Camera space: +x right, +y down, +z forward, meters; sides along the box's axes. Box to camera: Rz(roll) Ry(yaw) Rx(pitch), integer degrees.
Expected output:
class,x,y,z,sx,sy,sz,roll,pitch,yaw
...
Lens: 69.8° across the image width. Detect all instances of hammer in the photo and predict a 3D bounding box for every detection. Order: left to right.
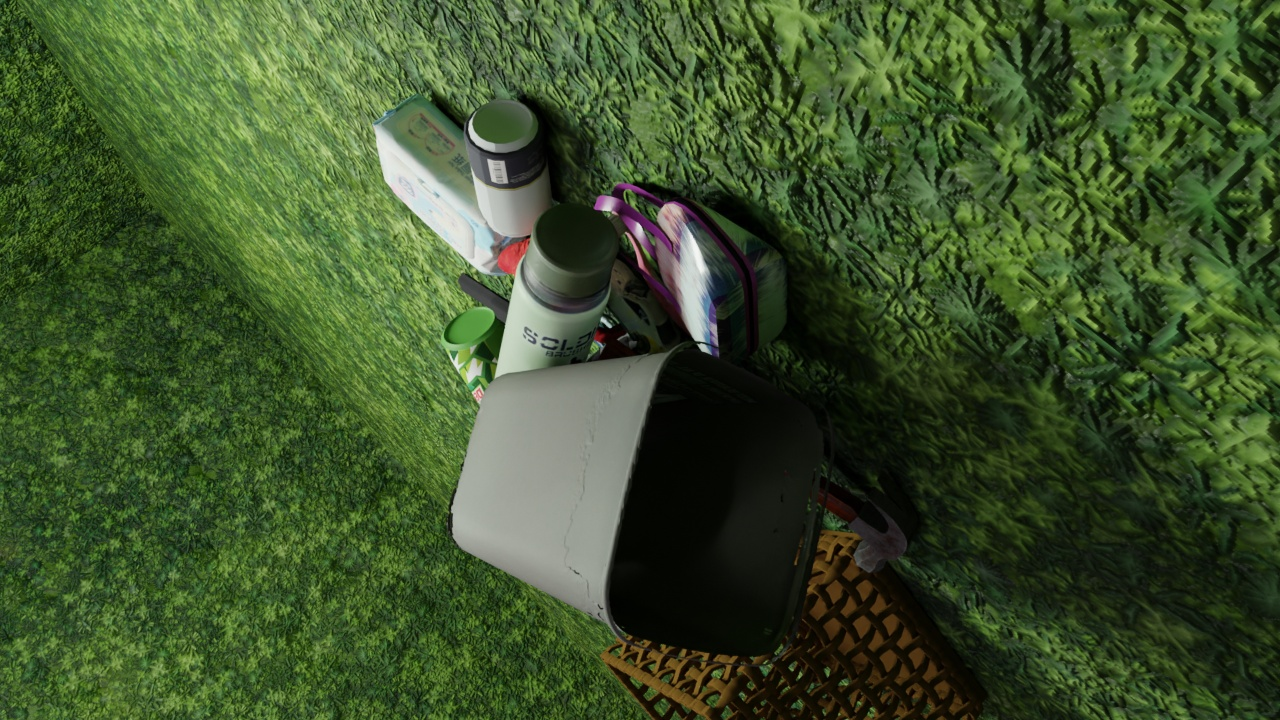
class,x,y,z,sx,sy,sz,roll,pitch,yaw
hammer,0.094,0.071,0.772,0.301,0.028,0.111,33,150,8

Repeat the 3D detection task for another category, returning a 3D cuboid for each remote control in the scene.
class,x,y,z,sx,sy,sz,roll,pitch,yaw
remote control,-0.181,-0.069,1.135,0.136,0.015,0.032,32,153,35

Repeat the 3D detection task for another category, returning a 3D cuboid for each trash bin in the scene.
class,x,y,z,sx,sy,sz,roll,pitch,yaw
trash bin,-0.011,0.098,0.685,0.197,0.197,0.221,24,165,-40

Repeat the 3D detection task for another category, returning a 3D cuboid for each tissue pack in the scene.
class,x,y,z,sx,sy,sz,roll,pitch,yaw
tissue pack,-0.181,-0.164,0.901,0.182,0.069,0.112,44,157,8

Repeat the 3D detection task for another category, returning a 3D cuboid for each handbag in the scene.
class,x,y,z,sx,sy,sz,roll,pitch,yaw
handbag,0.027,-0.075,0.689,0.170,0.068,0.145,42,159,32

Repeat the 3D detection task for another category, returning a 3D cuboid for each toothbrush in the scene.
class,x,y,z,sx,sy,sz,roll,pitch,yaw
toothbrush,0.012,-0.068,0.774,0.135,0.016,0.022,55,158,-17

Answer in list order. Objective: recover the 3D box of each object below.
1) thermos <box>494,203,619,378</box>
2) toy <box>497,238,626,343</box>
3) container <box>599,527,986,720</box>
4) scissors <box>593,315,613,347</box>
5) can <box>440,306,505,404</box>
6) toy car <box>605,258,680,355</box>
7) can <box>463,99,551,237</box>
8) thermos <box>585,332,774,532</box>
class,x,y,z,sx,sy,sz,roll,pitch,yaw
thermos,-0.071,-0.035,0.762,0.082,0.082,0.232,42,147,13
toy,-0.060,-0.066,0.836,0.133,0.087,0.094,50,147,-11
container,0.143,0.316,0.915,0.219,0.213,0.252,52,158,-10
scissors,-0.006,0.005,0.944,0.135,0.015,0.066,44,158,3
can,-0.192,0.008,1.194,0.083,0.083,0.144,25,150,44
toy car,-0.003,-0.047,0.801,0.033,0.047,0.105,-34,102,35
can,-0.110,-0.159,0.784,0.064,0.064,0.127,40,157,19
thermos,0.039,0.081,0.888,0.240,0.082,0.082,55,157,-19
